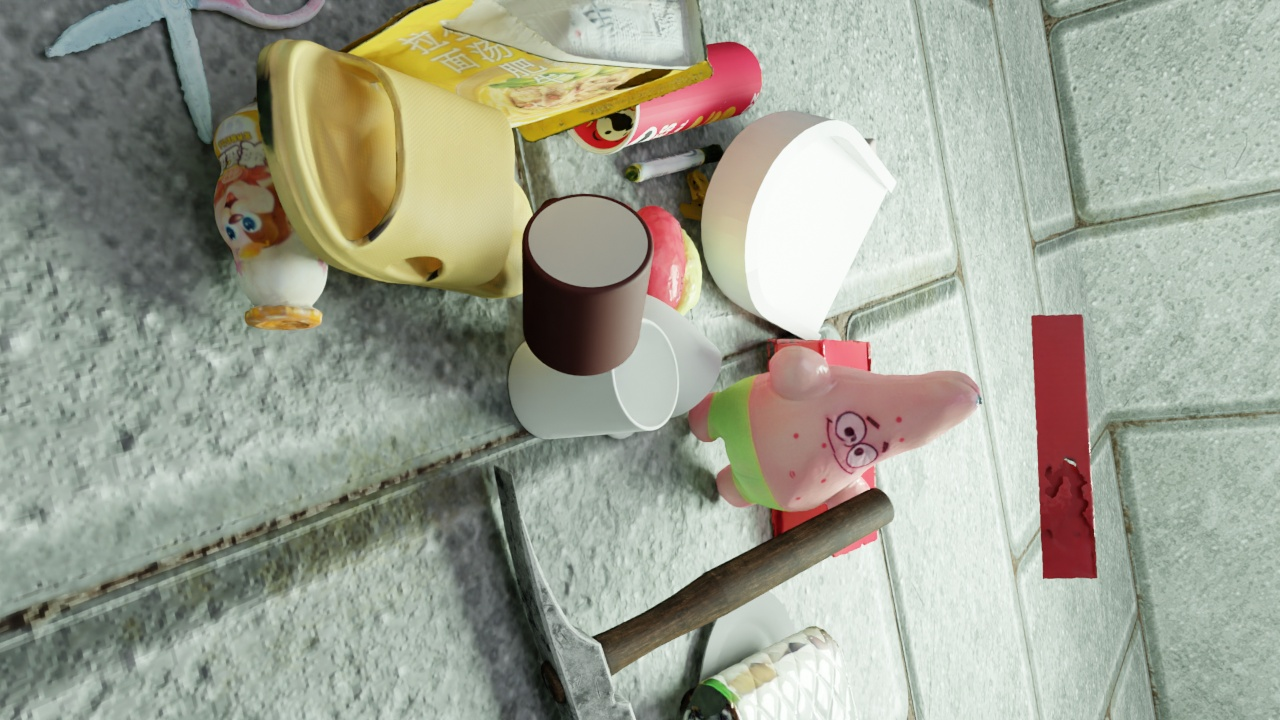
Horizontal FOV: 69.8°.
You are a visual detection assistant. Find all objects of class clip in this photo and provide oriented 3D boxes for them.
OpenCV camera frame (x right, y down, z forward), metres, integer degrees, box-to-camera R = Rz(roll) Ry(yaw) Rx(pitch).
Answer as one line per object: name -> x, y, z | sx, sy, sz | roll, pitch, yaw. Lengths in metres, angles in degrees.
clip -> 0.056, -0.147, 0.833 | 0.054, 0.046, 0.048 | -3, 120, -53

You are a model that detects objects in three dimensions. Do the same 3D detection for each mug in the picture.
mug -> -0.035, -0.004, 0.621 | 0.073, 0.091, 0.110 | -16, 96, -54
mug -> -0.004, 0.004, 0.694 | 0.089, 0.071, 0.107 | 42, 79, -30
mug -> -0.039, -0.056, 0.548 | 0.073, 0.083, 0.105 | -16, 60, -17

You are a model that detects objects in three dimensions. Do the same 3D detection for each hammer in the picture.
hammer -> 0.055, 0.127, 0.655 | 0.299, 0.037, 0.218 | -22, 102, -24

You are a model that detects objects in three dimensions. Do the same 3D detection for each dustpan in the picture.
dustpan -> 0.162, -0.125, 0.868 | 0.257, 0.053, 0.191 | 20, 97, -49

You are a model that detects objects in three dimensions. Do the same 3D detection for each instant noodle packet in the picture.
instant noodle packet -> -0.085, -0.174, 0.527 | 0.221, 0.163, 0.084 | -26, 106, -52

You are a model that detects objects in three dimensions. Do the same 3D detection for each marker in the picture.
marker -> 0.033, -0.174, 0.808 | 0.146, 0.017, 0.017 | -29, 107, -52

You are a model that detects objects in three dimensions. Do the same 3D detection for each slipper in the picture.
slipper -> -0.100, -0.087, 0.497 | 0.263, 0.078, 0.099 | 18, 72, -74

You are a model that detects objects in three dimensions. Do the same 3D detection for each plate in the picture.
plate -> 0.097, 0.291, 0.810 | 0.178, 0.012, 0.178 | 14, 73, -52

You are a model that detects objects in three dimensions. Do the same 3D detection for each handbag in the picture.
handbag -> 0.113, 0.308, 0.755 | 0.194, 0.073, 0.139 | -3, 85, -54

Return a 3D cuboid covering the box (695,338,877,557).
box -> 0.143, 0.089, 1.034 | 0.148, 0.375, 0.213 | -1, 88, -23

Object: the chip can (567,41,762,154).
chip can -> 0.026, -0.223, 0.764 | 0.219, 0.069, 0.069 | -33, 110, -52

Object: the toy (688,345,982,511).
toy -> 0.155, 0.058, 0.744 | 0.192, 0.237, 0.096 | 61, 26, -26

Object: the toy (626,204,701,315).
toy -> 0.011, -0.081, 0.737 | 0.135, 0.045, 0.091 | 27, 60, -55

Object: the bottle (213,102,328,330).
bottle -> -0.180, -0.071, 0.461 | 0.063, 0.063, 0.108 | 6, 78, -53

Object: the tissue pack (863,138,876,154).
tissue pack -> 0.213, -0.182, 1.025 | 0.180, 0.071, 0.104 | -48, 137, -43

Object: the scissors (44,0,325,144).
scissors -> -0.225, -0.196, 0.466 | 0.175, 0.013, 0.170 | -23, 101, -53
